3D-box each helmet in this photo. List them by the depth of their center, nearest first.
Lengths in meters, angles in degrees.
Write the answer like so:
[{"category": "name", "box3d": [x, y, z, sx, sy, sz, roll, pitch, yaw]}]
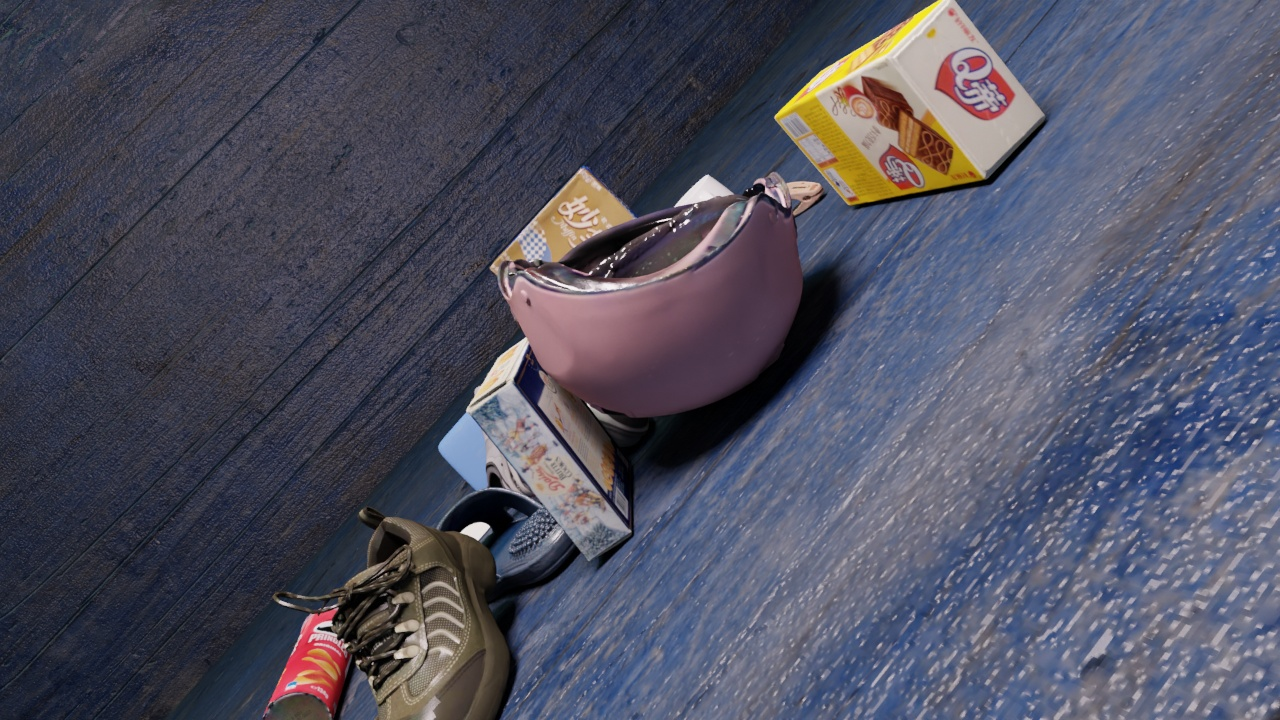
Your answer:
[{"category": "helmet", "box3d": [0.021, -0.046, 0.710, 0.230, 0.152, 0.255, -23, 17, -4]}]

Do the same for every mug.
[{"category": "mug", "box3d": [0.093, -0.169, 1.093, 0.081, 0.087, 0.114, -49, 11, -10]}]

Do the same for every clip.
[{"category": "clip", "box3d": [0.174, -0.170, 0.977, 0.060, 0.039, 0.024, 13, 58, 51]}]

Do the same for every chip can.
[{"category": "chip can", "box3d": [-0.368, 0.355, 1.037, 0.073, 0.073, 0.233, -48, 12, -3]}]

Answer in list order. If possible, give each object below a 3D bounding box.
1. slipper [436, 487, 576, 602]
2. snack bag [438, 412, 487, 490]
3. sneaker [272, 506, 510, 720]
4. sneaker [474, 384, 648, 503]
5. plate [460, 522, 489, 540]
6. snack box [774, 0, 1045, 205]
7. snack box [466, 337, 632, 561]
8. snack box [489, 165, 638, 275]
[{"category": "slipper", "box3d": [-0.132, 0.155, 0.826, 0.101, 0.082, 0.264, -52, 12, -34]}, {"category": "snack bag", "box3d": [-0.138, 0.073, 1.125, 0.159, 0.102, 0.205, -46, -3, 7]}, {"category": "sneaker", "box3d": [-0.172, 0.182, 0.642, 0.101, 0.143, 0.237, -43, 27, 14]}, {"category": "sneaker", "box3d": [-0.089, 0.087, 0.898, 0.264, 0.096, 0.128, -4, 81, 53]}, {"category": "plate", "box3d": [-0.232, 0.216, 1.154, 0.187, 0.016, 0.186, -45, 11, 11]}, {"category": "snack box", "box3d": [0.194, -0.186, 0.706, 0.061, 0.110, 0.230, -44, 11, -4]}, {"category": "snack box", "box3d": [-0.063, 0.061, 0.708, 0.043, 0.145, 0.144, -35, 12, 8]}, {"category": "snack box", "box3d": [-0.044, -0.096, 1.052, 0.155, 0.202, 0.069, -45, 11, 8]}]
